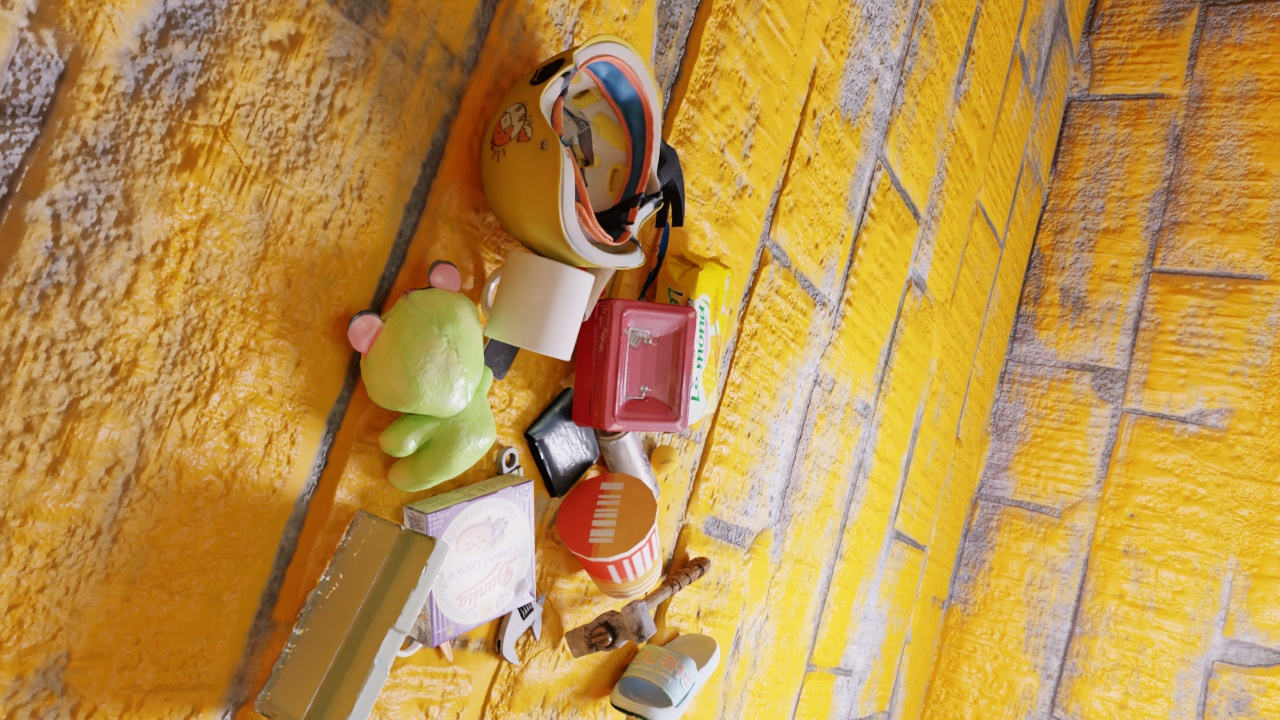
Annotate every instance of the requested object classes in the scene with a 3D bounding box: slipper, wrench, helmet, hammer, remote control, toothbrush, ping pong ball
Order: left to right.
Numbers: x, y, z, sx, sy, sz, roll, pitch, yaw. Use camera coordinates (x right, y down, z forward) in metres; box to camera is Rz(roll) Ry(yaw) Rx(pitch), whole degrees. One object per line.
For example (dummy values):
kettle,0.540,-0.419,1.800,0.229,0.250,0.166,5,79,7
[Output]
wrench,-0.146,0.227,1.064,0.083,0.018,0.274,-27,120,-49
remote control,-0.134,-0.048,1.015,0.045,0.008,0.146,50,58,-48
helmet,-0.078,-0.210,0.945,0.209,0.140,0.239,48,47,-49
hammer,-0.016,-0.153,1.083,0.304,0.040,0.132,-64,144,-40
toothbrush,0.018,-0.123,1.206,0.021,0.017,0.135,33,72,-56
hammer,0.020,0.330,1.278,0.318,0.122,0.049,-12,77,-62
ping pong ball,0.034,0.137,1.278,0.040,0.040,0.040,-20,114,-52
slipper,0.039,0.442,1.321,0.244,0.104,0.074,-17,111,-59

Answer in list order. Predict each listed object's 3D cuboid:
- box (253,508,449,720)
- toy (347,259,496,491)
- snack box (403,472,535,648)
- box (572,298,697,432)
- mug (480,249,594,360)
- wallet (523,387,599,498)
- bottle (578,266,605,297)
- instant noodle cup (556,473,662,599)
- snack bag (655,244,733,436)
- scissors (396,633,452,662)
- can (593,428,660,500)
box,-0.253,0.236,0.809,0.041,0.135,0.196,42,64,-40
toy,-0.194,0.024,0.874,0.149,0.107,0.197,-39,137,-41
snack box,-0.177,0.207,0.969,0.143,0.041,0.148,-13,108,-48
box,-0.009,0.007,1.091,0.129,0.093,0.157,6,90,-38
mug,-0.115,-0.060,0.939,0.091,0.121,0.090,16,91,-61
wallet,-0.092,0.101,1.102,0.089,0.026,0.115,-48,135,-35
bottle,-0.060,-0.129,1.074,0.036,0.036,0.119,-42,131,-42
instant noodle cup,-0.029,0.228,1.153,0.123,0.123,0.121,-54,145,-32
snack bag,0.064,-0.029,1.232,0.159,0.068,0.247,-11,109,-67
scissors,-0.222,0.279,0.976,0.127,0.011,0.125,-38,127,-42
can,-0.017,0.130,1.191,0.054,0.054,0.136,-52,137,-34
